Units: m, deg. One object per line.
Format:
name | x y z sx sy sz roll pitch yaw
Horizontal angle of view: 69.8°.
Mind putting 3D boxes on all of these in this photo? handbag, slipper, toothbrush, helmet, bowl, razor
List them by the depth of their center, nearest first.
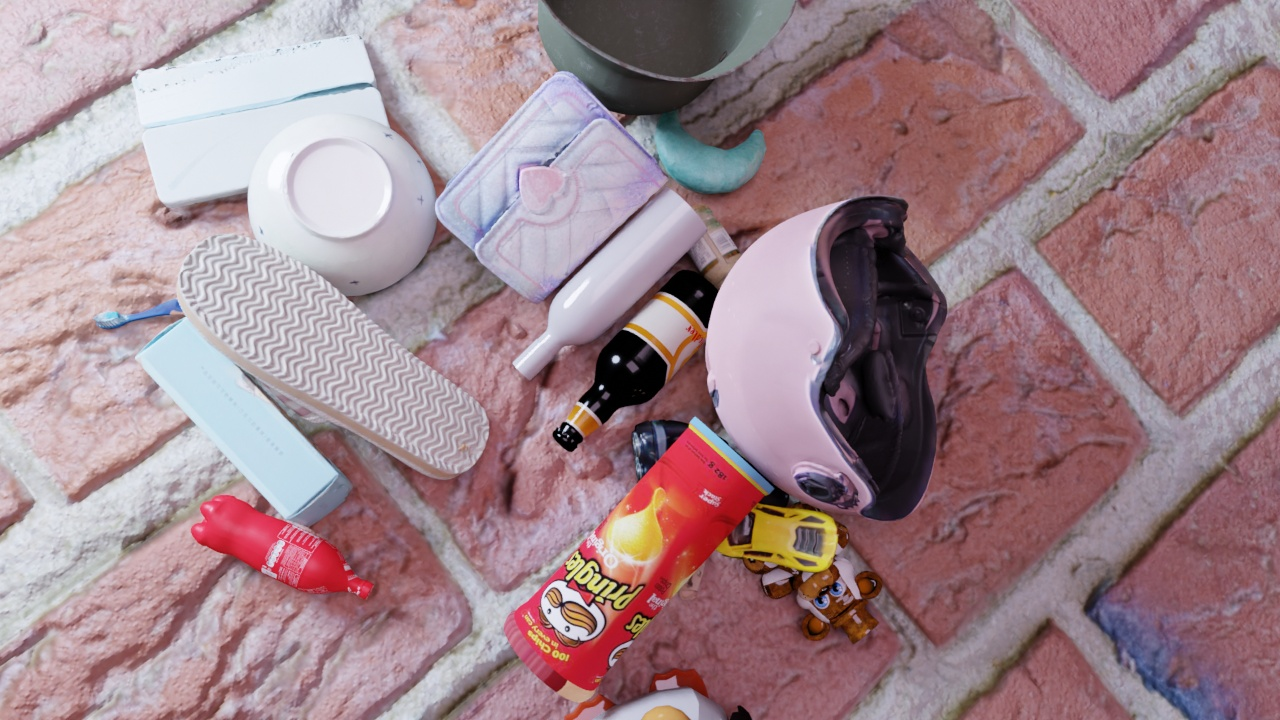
slipper | -0.237 0.004 0.719 0.263 0.052 0.114 37 42 -14
helmet | 0.143 0.008 0.720 0.255 0.153 0.229 54 44 -34
bowl | -0.242 -0.133 0.747 0.153 0.073 0.153 1 85 -14
toothbrush | -0.373 -0.044 0.748 0.135 0.017 0.021 -12 80 -11
handbag | -0.073 -0.140 0.752 0.159 0.069 0.126 -43 106 10
razor | 0.055 0.094 0.760 0.140 0.053 0.063 28 86 -2
helmet | 0.005 -0.317 0.801 0.227 0.154 0.267 25 69 -7

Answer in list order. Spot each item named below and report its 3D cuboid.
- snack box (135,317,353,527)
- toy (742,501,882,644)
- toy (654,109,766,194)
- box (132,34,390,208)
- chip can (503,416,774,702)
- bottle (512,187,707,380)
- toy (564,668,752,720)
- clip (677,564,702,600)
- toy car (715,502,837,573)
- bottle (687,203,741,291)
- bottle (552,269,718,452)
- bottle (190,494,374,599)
snack box | -0.301 0.049 0.706 0.053 0.075 0.174 -43 85 -16
toy | 0.145 0.177 0.746 0.087 0.067 0.112 -42 72 8
toy | 0.062 -0.189 0.844 0.105 0.033 0.084 14 63 -4
box | -0.322 -0.211 0.787 0.197 0.044 0.136 -15 78 -15
chip can | -0.001 0.148 0.692 0.087 0.087 0.213 42 89 3
bottle | -0.031 -0.059 0.773 0.195 0.052 0.052 -45 86 0
toy | 0.025 0.303 0.633 0.159 0.184 0.140 -16 80 -12
clip | 0.040 0.168 0.756 0.026 0.050 0.061 1 34 -7
toy car | 0.101 0.135 0.715 0.107 0.030 0.049 5 80 24
bottle | 0.071 -0.085 0.812 0.043 0.043 0.111 -30 81 -15
bottle | -0.005 0.005 0.769 0.059 0.059 0.181 42 74 3
bottle | -0.271 0.147 0.702 0.141 0.042 0.041 26 74 -2
